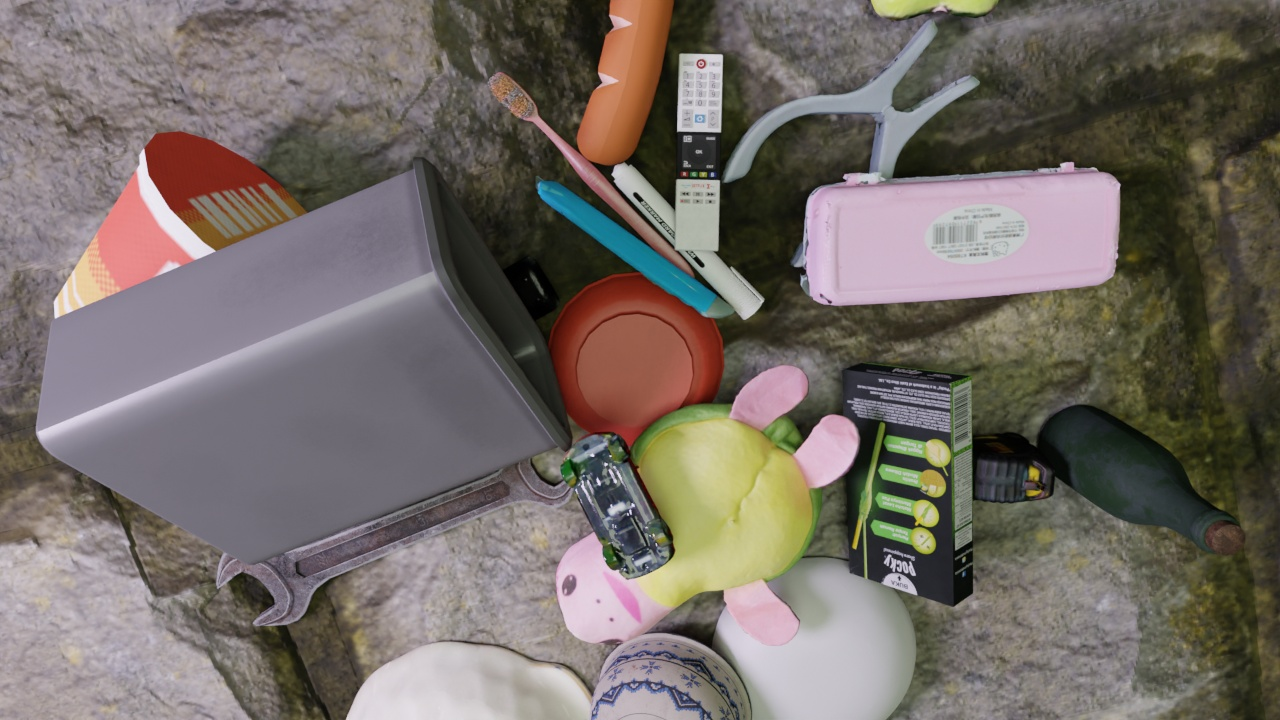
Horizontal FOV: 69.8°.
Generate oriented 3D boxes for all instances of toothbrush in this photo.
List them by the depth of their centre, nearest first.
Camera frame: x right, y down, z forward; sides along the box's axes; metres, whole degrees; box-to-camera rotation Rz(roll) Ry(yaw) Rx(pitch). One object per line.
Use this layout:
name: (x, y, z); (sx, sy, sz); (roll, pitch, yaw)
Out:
toothbrush: (-0.029, -0.117, 0.600); (0.184, 0.015, 0.015); (44, 106, -10)

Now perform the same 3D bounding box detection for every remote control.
remote control: (0.037, -0.132, 0.586); (0.028, 0.012, 0.124); (1, 92, 0)
remote control: (-0.127, -0.017, 0.619); (0.152, 0.020, 0.041); (-29, 102, 9)

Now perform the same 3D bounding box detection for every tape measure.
tape measure: (0.234, 0.074, 0.610); (0.062, 0.067, 0.038); (1, 102, 1)

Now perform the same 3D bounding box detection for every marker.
marker: (0.031, -0.080, 0.604); (0.133, 0.017, 0.020); (46, 118, -8)

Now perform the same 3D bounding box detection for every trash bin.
trash bin: (-0.177, 0.014, 0.528); (0.220, 0.097, 0.192); (-21, 144, 4)

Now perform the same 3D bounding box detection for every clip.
clip: (0.114, -0.159, 0.581); (0.143, 0.029, 0.172); (38, 99, -9)

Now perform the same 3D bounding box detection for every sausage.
sausage: (-0.005, -0.203, 0.567); (0.044, 0.039, 0.164); (10, 102, -5)

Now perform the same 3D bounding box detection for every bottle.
bottle: (0.303, 0.074, 0.555); (0.055, 0.174, 0.055); (0, 102, 0)

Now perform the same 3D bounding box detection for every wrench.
wrench: (-0.175, 0.122, 0.656); (0.273, 0.010, 0.070); (-22, 101, 5)

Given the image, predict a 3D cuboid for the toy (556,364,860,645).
toy: (0.039, 0.106, 0.610); (0.190, 0.087, 0.238); (40, 103, -12)

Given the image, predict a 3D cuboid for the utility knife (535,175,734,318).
utility knife: (-0.007, -0.073, 0.598); (0.158, 0.031, 0.015); (37, 122, 0)

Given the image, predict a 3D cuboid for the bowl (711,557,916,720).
bowl: (0.127, 0.218, 0.656); (0.149, 0.043, 0.149); (0, 102, 1)

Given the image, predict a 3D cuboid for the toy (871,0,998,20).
toy: (0.176, -0.263, 0.550); (0.092, 0.046, 0.115); (-4, 95, 1)

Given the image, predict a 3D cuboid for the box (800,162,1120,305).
box: (0.200, -0.080, 0.578); (0.202, 0.044, 0.086); (-5, 105, -7)

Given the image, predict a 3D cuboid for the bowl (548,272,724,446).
bowl: (-0.004, 0.004, 0.615); (0.122, 0.035, 0.122); (0, 102, 1)

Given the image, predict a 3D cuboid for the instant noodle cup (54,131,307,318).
instant noodle cup: (-0.282, -0.053, 0.569); (0.121, 0.123, 0.123); (-41, 99, 16)

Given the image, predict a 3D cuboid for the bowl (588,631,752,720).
bowl: (0.015, 0.256, 0.641); (0.116, 0.059, 0.115); (5, 108, 17)

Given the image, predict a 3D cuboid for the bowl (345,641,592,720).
bowl: (-0.133, 0.305, 0.670); (0.219, 0.060, 0.188); (-29, 101, 6)

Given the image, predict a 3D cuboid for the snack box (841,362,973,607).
snack box: (0.176, 0.079, 0.608); (0.025, 0.080, 0.147); (-15, 106, -40)

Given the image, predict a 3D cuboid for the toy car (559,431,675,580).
toy car: (-0.012, 0.086, 0.554); (0.042, 0.036, 0.091); (-29, 89, 9)
